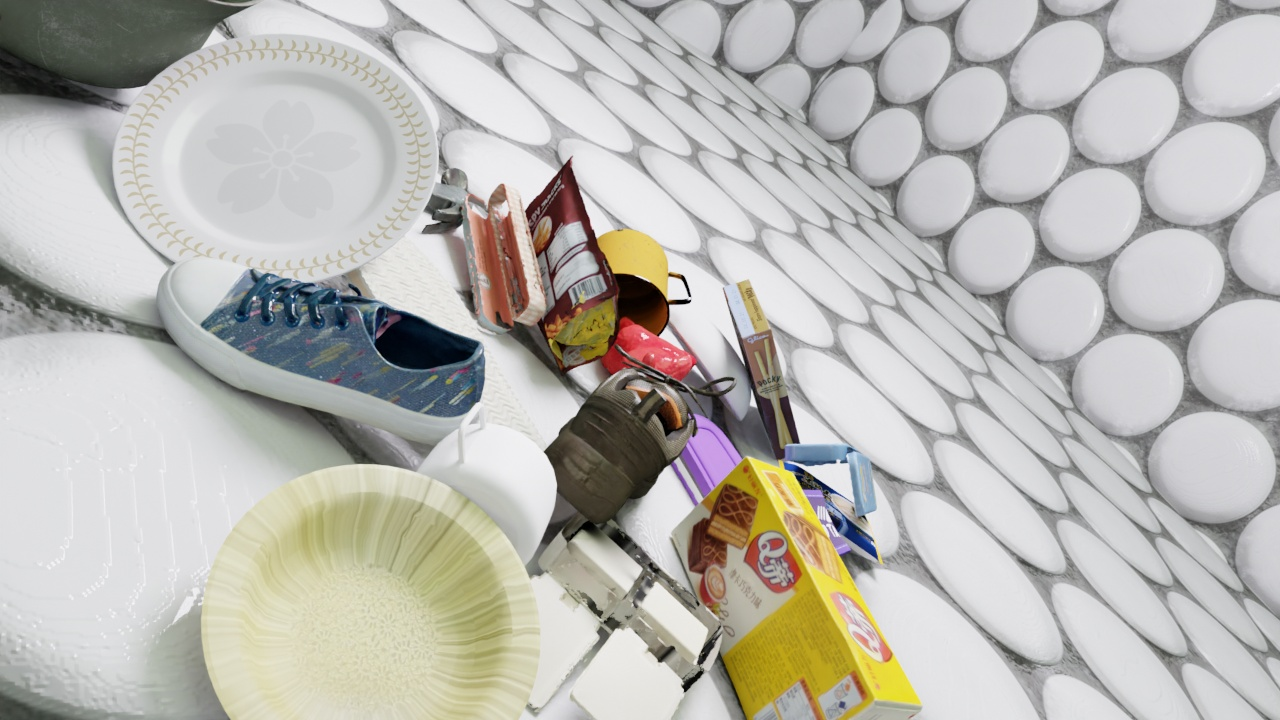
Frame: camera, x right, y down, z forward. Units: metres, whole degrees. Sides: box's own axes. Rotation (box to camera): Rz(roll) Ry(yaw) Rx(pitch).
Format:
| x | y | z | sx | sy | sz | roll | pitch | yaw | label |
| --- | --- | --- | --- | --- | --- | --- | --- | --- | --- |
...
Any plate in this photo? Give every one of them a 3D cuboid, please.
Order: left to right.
| x | y | z | sx | sy | sz | roll | pitch | yaw | label |
| --- | --- | --- | --- | --- | --- | --- | --- | --- | --- |
| -0.285 | -0.161 | 0.729 | 0.242 | 0.016 | 0.242 | 4 | 65 | -9 | plate |
| -0.147 | 0.148 | 0.510 | 0.184 | 0.036 | 0.184 | 21 | 45 | -23 | plate |

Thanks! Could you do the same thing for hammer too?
| x | y | z | sx | sy | sz | roll | pitch | yaw | label |
| --- | --- | --- | --- | --- | --- | --- | --- | --- | --- |
| -0.321 | -0.223 | 0.930 | 0.330 | 0.033 | 0.132 | 25 | 30 | -28 | hammer |

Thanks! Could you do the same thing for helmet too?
| x | y | z | sx | sy | sz | roll | pitch | yaw | label |
| --- | --- | --- | --- | --- | --- | --- | --- | --- | --- |
| -0.462 | -0.317 | 0.737 | 0.267 | 0.154 | 0.226 | 34 | 26 | -21 | helmet |

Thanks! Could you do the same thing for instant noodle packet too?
| x | y | z | sx | sy | sz | roll | pitch | yaw | label |
| --- | --- | --- | --- | --- | --- | --- | --- | --- | --- |
| 0.209 | 0.167 | 1.016 | 0.134 | 0.026 | 0.087 | 34 | 20 | -11 | instant noodle packet |

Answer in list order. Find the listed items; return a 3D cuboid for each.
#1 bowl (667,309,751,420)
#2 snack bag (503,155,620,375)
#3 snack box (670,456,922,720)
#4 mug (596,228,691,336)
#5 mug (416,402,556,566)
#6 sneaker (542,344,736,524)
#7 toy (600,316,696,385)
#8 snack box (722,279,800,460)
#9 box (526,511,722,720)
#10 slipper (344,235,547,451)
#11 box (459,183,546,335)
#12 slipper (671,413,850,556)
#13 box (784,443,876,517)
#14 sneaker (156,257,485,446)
| x | y | z | sx | sy | sz | roll | pitch | yaw | label |
| --- | --- | --- | --- | --- | --- | --- | --- | --- | --- |
| 0.084 | -0.004 | 1.032 | 0.149 | 0.043 | 0.149 | 54 | 0 | -1 | bowl |
| -0.084 | -0.099 | 0.928 | 0.066 | 0.139 | 0.207 | 9 | 41 | -39 | snack bag |
| 0.114 | 0.198 | 0.729 | 0.061 | 0.110 | 0.230 | 21 | 31 | -37 | snack box |
| -0.006 | -0.080 | 0.998 | 0.124 | 0.101 | 0.094 | 0 | 41 | 3 | mug |
| -0.107 | 0.086 | 0.607 | 0.094 | 0.116 | 0.068 | 3 | 24 | 9 | mug |
| 0.001 | 0.041 | 0.762 | 0.101 | 0.143 | 0.237 | 41 | 8 | 4 | sneaker |
| -0.005 | 0.005 | 0.918 | 0.094 | 0.088 | 0.133 | 41 | 4 | 3 | toy |
| 0.140 | 0.012 | 1.044 | 0.101 | 0.032 | 0.186 | -103 | 174 | -53 | snack box |
| -0.022 | 0.184 | 0.641 | 0.144 | 0.058 | 0.187 | 42 | 21 | 8 | box |
| -0.161 | 0.005 | 0.744 | 0.263 | 0.052 | 0.114 | 55 | 23 | 8 | slipper |
| -0.141 | -0.110 | 0.926 | 0.070 | 0.057 | 0.187 | -3 | 51 | -19 | box |
| 0.124 | 0.139 | 0.875 | 0.107 | 0.084 | 0.266 | 7 | 40 | -49 | slipper |
| 0.203 | 0.125 | 0.967 | 0.209 | 0.073 | 0.085 | 23 | 54 | -71 | box |
| -0.215 | -0.018 | 0.627 | 0.235 | 0.079 | 0.087 | 24 | 40 | -6 | sneaker |
